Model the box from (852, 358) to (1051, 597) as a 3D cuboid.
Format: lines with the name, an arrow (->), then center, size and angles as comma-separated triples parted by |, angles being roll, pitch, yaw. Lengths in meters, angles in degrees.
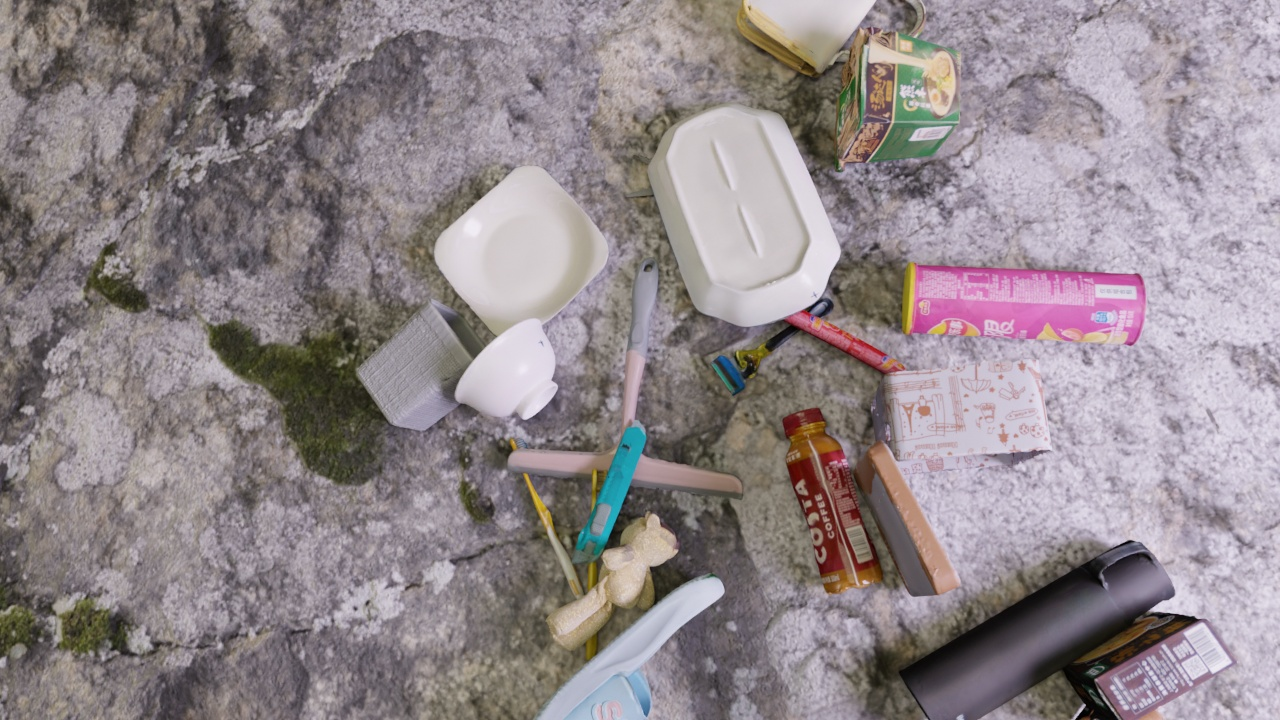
box -> 0.271, 0.114, 0.810 | 0.156, 0.183, 0.192 | -8, 77, 9

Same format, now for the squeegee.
squeegee -> -0.006, 0.006, 0.956 | 0.248, 0.040, 0.249 | 5, 77, 8

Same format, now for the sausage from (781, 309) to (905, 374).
sausage -> 0.202, -0.020, 0.923 | 0.156, 0.020, 0.020 | 28, 85, 4

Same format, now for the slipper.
slipper -> -0.008, 0.300, 0.872 | 0.245, 0.104, 0.074 | -41, 76, -6

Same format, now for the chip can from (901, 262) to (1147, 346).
chip can -> 0.363, -0.054, 0.883 | 0.211, 0.071, 0.071 | 4, 80, 11

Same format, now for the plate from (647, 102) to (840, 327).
plate -> 0.100, -0.162, 0.950 | 0.162, 0.034, 0.265 | -20, 68, 8

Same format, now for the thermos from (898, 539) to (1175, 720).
thermos -> 0.349, 0.241, 0.821 | 0.242, 0.090, 0.068 | -33, 35, 3

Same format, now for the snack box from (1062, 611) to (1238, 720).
snack box -> 0.422, 0.269, 0.785 | 0.126, 0.113, 0.053 | -30, 74, 3

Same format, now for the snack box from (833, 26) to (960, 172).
snack box -> 0.261, -0.260, 0.929 | 0.105, 0.118, 0.117 | 5, 79, 1

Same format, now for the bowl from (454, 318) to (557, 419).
bowl -> -0.124, 0.021, 0.939 | 0.065, 0.118, 0.118 | 44, 89, 12

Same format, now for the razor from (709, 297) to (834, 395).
razor -> 0.140, -0.020, 0.945 | 0.142, 0.022, 0.042 | -36, 84, -4

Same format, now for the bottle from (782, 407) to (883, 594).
bottle -> 0.181, 0.134, 0.887 | 0.057, 0.057, 0.174 | -17, 76, 7

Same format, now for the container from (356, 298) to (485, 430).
container -> -0.226, 0.010, 0.977 | 0.114, 0.090, 0.090 | -40, 74, 4

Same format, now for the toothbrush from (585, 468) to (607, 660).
toothbrush -> -0.045, 0.205, 0.929 | 0.016, 0.016, 0.190 | 2, 85, 0

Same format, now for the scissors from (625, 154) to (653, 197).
scissors -> 0.076, -0.194, 0.999 | 0.175, 0.014, 0.159 | -35, 72, 5

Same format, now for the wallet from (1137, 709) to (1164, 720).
wallet -> 0.447, 0.381, 0.808 | 0.101, 0.020, 0.115 | -34, 78, 2

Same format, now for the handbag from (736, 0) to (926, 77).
handbag -> 0.213, -0.383, 0.992 | 0.179, 0.063, 0.163 | 36, 87, 0

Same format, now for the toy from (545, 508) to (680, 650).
toy -> -0.027, 0.216, 0.898 | 0.157, 0.105, 0.066 | -43, 39, -16

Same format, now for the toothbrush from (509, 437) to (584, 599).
toothbrush -> -0.094, 0.165, 0.957 | 0.018, 0.016, 0.191 | -25, 75, -4

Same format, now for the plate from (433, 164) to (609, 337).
plate -> -0.128, -0.115, 1.009 | 0.164, 0.034, 0.163 | -41, 74, 0

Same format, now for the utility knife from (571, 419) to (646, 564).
utility knife -> -0.030, 0.134, 0.918 | 0.029, 0.013, 0.157 | 22, 87, 0
